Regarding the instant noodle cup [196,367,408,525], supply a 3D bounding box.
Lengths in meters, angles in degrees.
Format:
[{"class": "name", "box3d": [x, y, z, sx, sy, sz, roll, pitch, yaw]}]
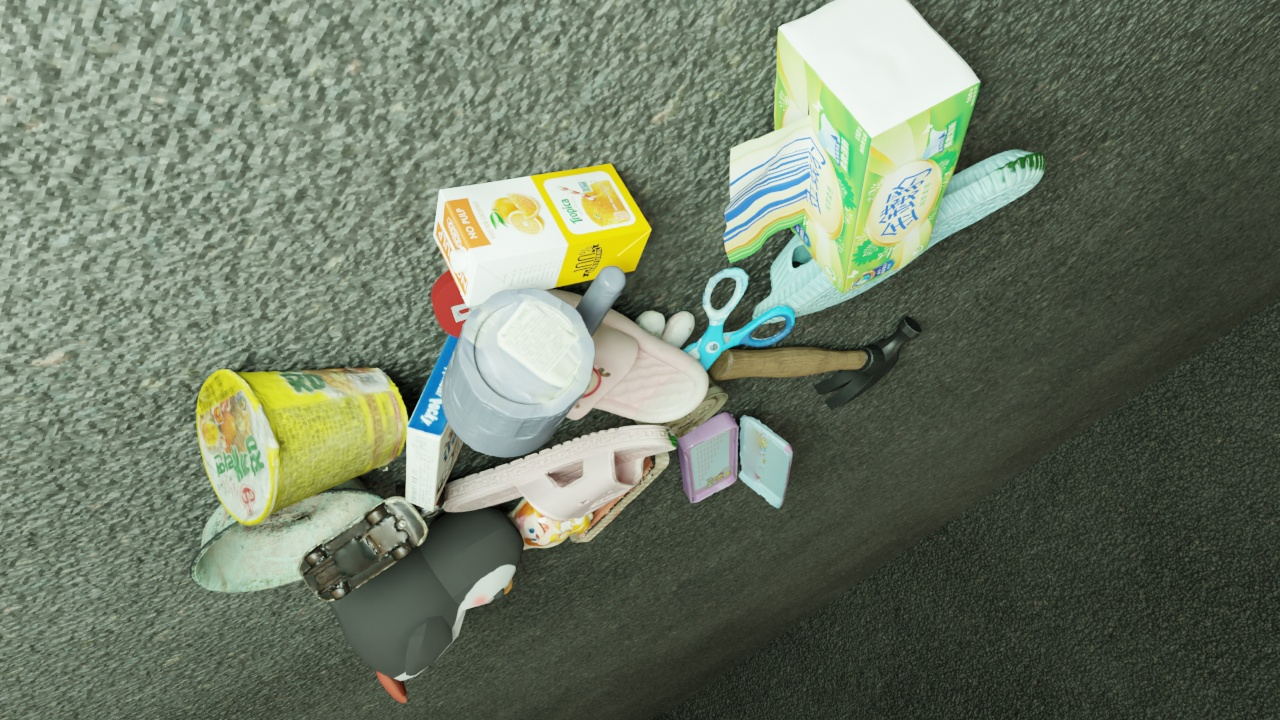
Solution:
[{"class": "instant noodle cup", "box3d": [-0.217, 0.046, 0.603, 0.108, 0.102, 0.102, -14, 153, -47]}]

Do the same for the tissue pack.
[{"class": "tissue pack", "box3d": [0.118, -0.125, 0.610, 0.141, 0.120, 0.198, -28, 149, -6]}]

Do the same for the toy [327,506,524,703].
[{"class": "toy", "box3d": [-0.205, 0.208, 0.897, 0.184, 0.159, 0.140, -36, 119, -10]}]

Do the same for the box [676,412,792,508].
[{"class": "box", "box3d": [0.118, 0.127, 1.136, 0.140, 0.062, 0.214, 5, 155, 8]}]

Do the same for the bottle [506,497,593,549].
[{"class": "bottle", "box3d": [-0.108, 0.171, 0.982, 0.108, 0.063, 0.063, -25, 155, -8]}]

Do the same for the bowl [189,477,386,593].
[{"class": "bowl", "box3d": [-0.286, 0.133, 0.748, 0.157, 0.038, 0.158, -23, 154, -12]}]

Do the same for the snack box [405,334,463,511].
[{"class": "snack box", "box3d": [-0.146, 0.049, 0.678, 0.026, 0.081, 0.150, 21, 149, -3]}]

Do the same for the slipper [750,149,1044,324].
[{"class": "slipper", "box3d": [0.200, -0.110, 0.769, 0.115, 0.069, 0.277, -8, 162, -45]}]

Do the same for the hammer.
[{"class": "hammer", "box3d": [0.183, 0.004, 1.008, 0.304, 0.040, 0.133, -2, 140, -44]}]

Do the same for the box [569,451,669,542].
[{"class": "box", "box3d": [-0.023, 0.139, 1.019, 0.188, 0.054, 0.076, -48, -179, 38]}]

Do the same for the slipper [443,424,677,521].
[{"class": "slipper", "box3d": [-0.073, 0.117, 0.843, 0.240, 0.064, 0.094, -18, 165, 18]}]

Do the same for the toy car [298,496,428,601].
[{"class": "toy car", "box3d": [-0.225, 0.153, 0.749, 0.113, 0.048, 0.040, -33, -173, 7]}]

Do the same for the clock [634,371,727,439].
[{"class": "clock", "box3d": [0.033, 0.033, 0.879, 0.093, 0.054, 0.141, -29, 162, -12]}]

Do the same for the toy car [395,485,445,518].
[{"class": "toy car", "box3d": [-0.190, 0.123, 0.801, 0.040, 0.037, 0.092, -27, -172, -8]}]

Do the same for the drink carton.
[{"class": "drink carton", "box3d": [-0.063, -0.078, 0.562, 0.122, 0.058, 0.040, -15, 152, -27]}]

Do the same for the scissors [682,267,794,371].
[{"class": "scissors", "box3d": [0.073, -0.013, 0.783, 0.113, 0.013, 0.141, 15, 118, -25]}]

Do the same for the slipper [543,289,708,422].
[{"class": "slipper", "box3d": [-0.037, 0.010, 0.721, 0.221, 0.055, 0.107, 20, 131, -38]}]

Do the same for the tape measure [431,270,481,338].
[{"class": "tape measure", "box3d": [-0.111, -0.035, 0.615, 0.051, 0.019, 0.059, -18, 131, -9]}]

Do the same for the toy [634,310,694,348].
[{"class": "toy", "box3d": [-0.005, 0.005, 0.804, 0.075, 0.037, 0.126, 7, 133, -46]}]

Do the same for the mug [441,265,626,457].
[{"class": "mug", "box3d": [-0.063, -0.003, 0.573, 0.123, 0.084, 0.104, -42, 178, -22]}]
